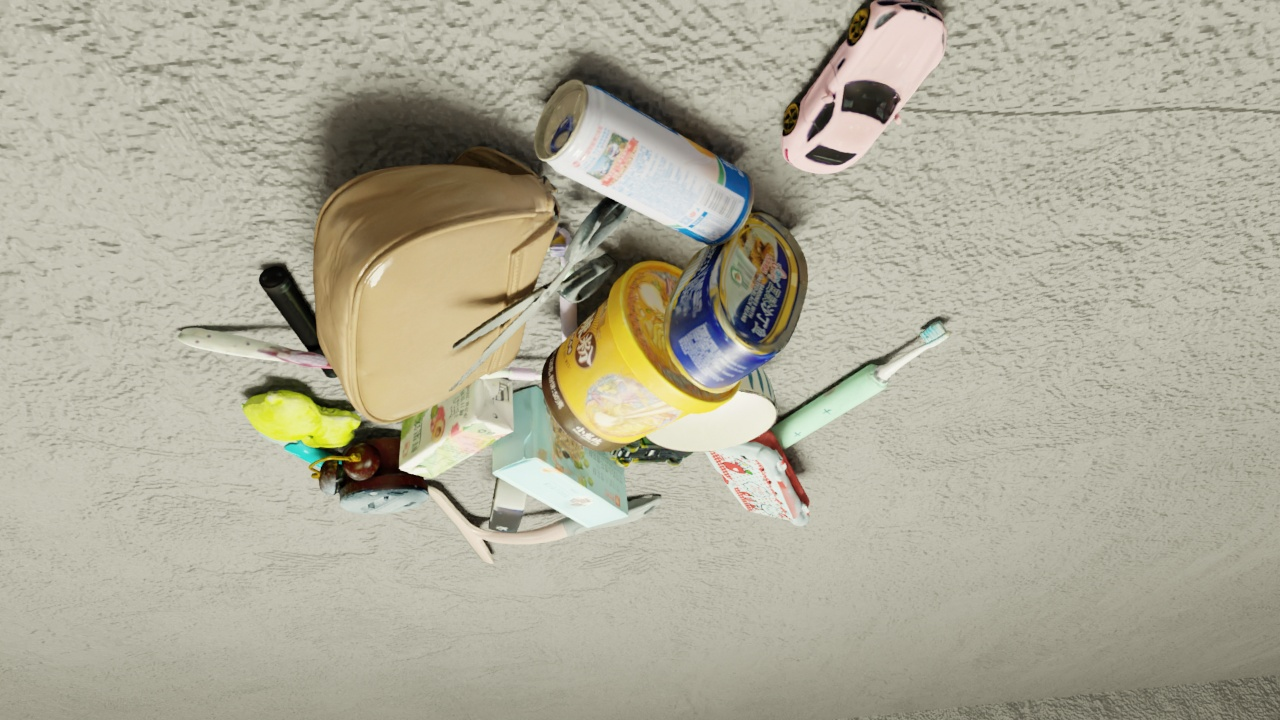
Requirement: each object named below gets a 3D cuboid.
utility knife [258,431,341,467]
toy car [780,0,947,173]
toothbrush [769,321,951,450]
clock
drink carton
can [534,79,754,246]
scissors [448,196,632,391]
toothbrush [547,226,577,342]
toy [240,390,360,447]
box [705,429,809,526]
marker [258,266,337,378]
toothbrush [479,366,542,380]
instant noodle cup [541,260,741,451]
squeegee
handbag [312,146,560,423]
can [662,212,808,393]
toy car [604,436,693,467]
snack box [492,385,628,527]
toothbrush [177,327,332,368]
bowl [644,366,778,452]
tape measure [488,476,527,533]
[{"bbox_3d":[-0.302,0.100,0.900,0.029,0.013,0.186,-19,148,18],"label":"utility knife"},{"bbox_3d":[0.128,-0.154,0.533,0.056,0.037,0.123,7,146,-23],"label":"toy car"},{"bbox_3d":[0.198,0.028,0.851,0.225,0.027,0.026,-40,180,43],"label":"toothbrush"},{"bbox_3d":[-0.254,0.108,0.869,0.082,0.055,0.121,-26,152,33],"label":"clock"},{"bbox_3d":[-0.164,0.059,0.817,0.045,0.053,0.123,22,140,-39],"label":"drink carton"},{"bbox_3d":[0.004,-0.117,0.555,0.134,0.053,0.053,20,140,-36],"label":"can"},{"bbox_3d":[-0.059,-0.047,0.602,0.160,0.014,0.177,-55,168,17],"label":"scissors"},{"bbox_3d":[-0.058,-0.037,0.710,0.021,0.029,0.189,-38,157,-21],"label":"toothbrush"},{"bbox_3d":[-0.299,0.054,0.808,0.100,0.031,0.097,9,148,-23],"label":"toy"},{"bbox_3d":[0.122,0.120,0.943,0.087,0.046,0.201,16,158,29],"label":"box"},{"bbox_3d":[-0.253,-0.025,0.696,0.022,0.020,0.132,33,156,21],"label":"marker"},{"bbox_3d":[-0.144,0.010,0.762,0.189,0.020,0.029,6,149,-9],"label":"toothbrush"},{"bbox_3d":[-0.004,0.004,0.688,0.118,0.118,0.115,21,139,-36],"label":"instant noodle cup"},{"bbox_3d":[-0.098,0.188,1.056,0.250,0.040,0.248,-8,148,3],"label":"squeegee"},{"bbox_3d":[-0.138,-0.050,0.599,0.147,0.099,0.205,-20,157,-29],"label":"handbag"},{"bbox_3d":[0.066,-0.042,0.610,0.074,0.147,0.049,43,129,-12],"label":"can"},{"bbox_3d":[0.010,0.081,0.897,0.091,0.036,0.043,4,146,-15],"label":"toy car"},{"bbox_3d":[-0.073,0.096,0.872,0.052,0.074,0.175,-20,146,20],"label":"snack box"},{"bbox_3d":[-0.261,-0.001,0.706,0.187,0.016,0.017,11,161,-2],"label":"toothbrush"},{"bbox_3d":[0.056,0.025,0.785,0.116,0.066,0.117,-4,149,-2],"label":"bowl"},{"bbox_3d":[-0.134,0.136,0.936,0.033,0.065,0.066,10,145,-10],"label":"tape measure"}]
